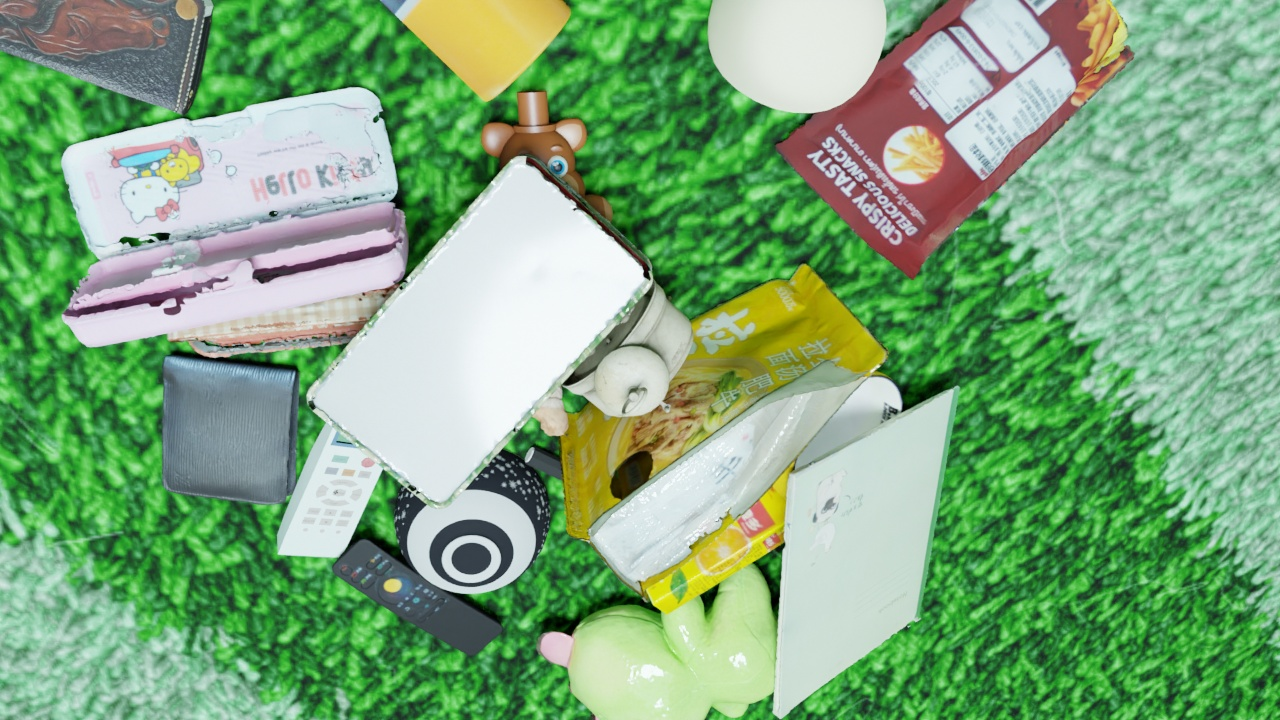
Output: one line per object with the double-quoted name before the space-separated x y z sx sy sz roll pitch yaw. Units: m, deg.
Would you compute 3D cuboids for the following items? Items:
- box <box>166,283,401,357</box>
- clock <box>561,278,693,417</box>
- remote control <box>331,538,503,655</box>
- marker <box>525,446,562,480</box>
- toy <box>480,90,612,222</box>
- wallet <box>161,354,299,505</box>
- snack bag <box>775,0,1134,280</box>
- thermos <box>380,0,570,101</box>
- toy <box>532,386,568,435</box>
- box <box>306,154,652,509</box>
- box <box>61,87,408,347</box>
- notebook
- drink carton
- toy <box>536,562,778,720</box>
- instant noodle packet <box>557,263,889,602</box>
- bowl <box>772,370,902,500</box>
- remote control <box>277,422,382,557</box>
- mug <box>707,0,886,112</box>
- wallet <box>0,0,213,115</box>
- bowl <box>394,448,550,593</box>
"box" -0.214 -0.029 0.615 0.187 0.082 0.041 -5 89 -4
"clock" -0.004 0.003 0.599 0.054 0.140 0.093 41 105 -19
"remote control" -0.176 0.190 0.737 0.041 0.020 0.152 -42 120 9
"marker" -0.034 0.099 0.723 0.124 0.017 0.021 28 153 -20
"toy" -0.064 -0.108 0.597 0.095 0.065 0.128 -6 111 -11
"wallet" -0.295 0.053 0.659 0.089 0.026 0.115 7 114 -10
"snack bag" 0.213 -0.167 0.610 0.139 0.066 0.208 40 106 -18
"thermos" -0.150 -0.248 0.503 0.232 0.076 0.091 42 67 -24
"toy" -0.089 -0.004 0.636 0.085 0.074 0.106 5 100 -11
"box" -0.097 -0.018 0.566 0.117 0.051 0.205 40 96 -8
"box" -0.249 -0.083 0.574 0.201 0.146 0.077 -12 157 -3
"notebook" 0.178 0.155 0.730 0.181 0.010 0.253 -23 127 -30
"drink carton" 0.060 0.139 0.724 0.134 0.058 0.043 -32 148 1
"toy" 0.032 0.254 0.766 0.196 0.107 0.150 -28 117 -5
"instant noodle packet" 0.050 0.030 0.624 0.222 0.163 0.084 -40 113 11
"bowl" 0.132 0.050 0.687 0.117 0.068 0.117 -21 127 -31
"remote control" -0.226 0.088 0.682 0.049 0.024 0.144 13 115 -38
"mug" 0.100 -0.210 0.550 0.096 0.099 0.120 12 113 -14
"wallet" -0.322 -0.199 0.537 0.123 0.019 0.072 17 108 -16
"bowl" -0.128 0.131 0.698 0.120 0.066 0.120 -3 116 -7
